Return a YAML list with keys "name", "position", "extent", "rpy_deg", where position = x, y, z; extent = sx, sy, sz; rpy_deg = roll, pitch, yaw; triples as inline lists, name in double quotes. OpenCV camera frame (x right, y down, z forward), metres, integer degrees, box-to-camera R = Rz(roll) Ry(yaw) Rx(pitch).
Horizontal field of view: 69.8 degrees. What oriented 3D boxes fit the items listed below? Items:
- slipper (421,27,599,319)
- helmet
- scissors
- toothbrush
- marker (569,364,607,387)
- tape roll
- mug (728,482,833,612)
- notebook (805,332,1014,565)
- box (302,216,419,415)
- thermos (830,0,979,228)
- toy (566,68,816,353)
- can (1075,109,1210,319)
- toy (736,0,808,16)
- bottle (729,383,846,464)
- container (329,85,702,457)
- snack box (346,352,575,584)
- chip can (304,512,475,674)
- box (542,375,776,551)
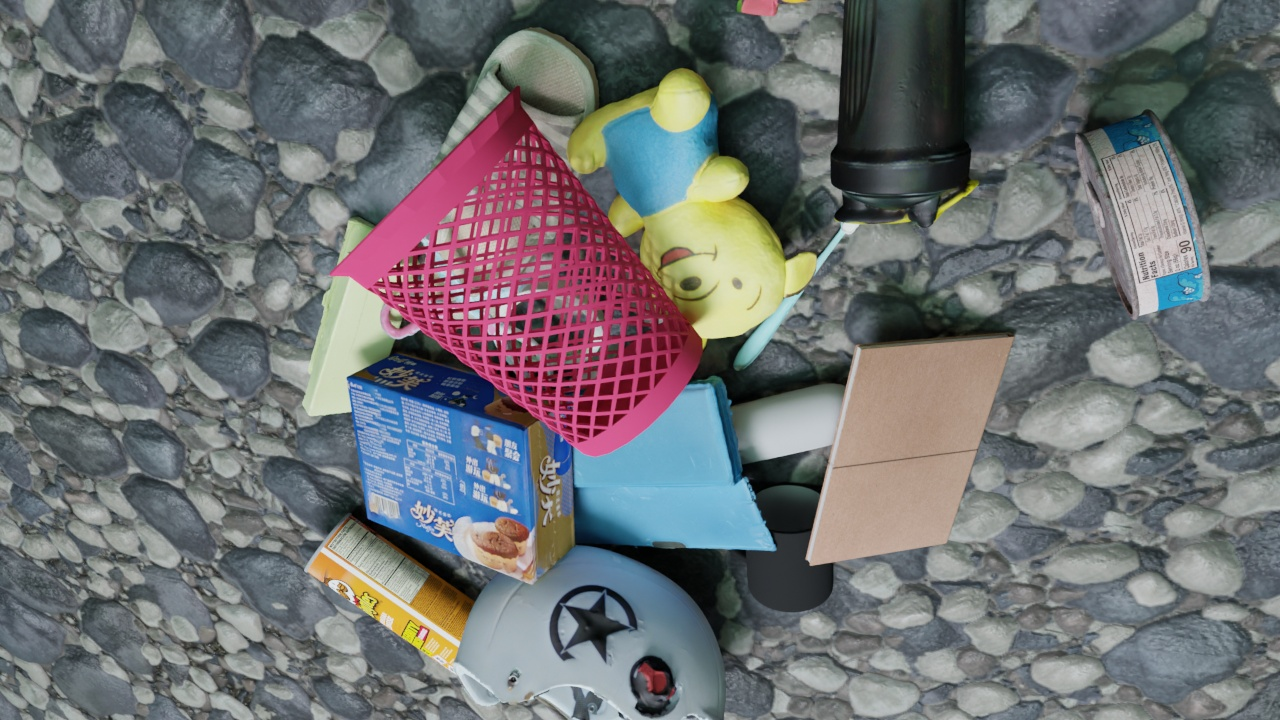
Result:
- name: "slipper"
  position: [-0.117, -0.138, 0.762]
  extent: [0.114, 0.053, 0.273]
  rpy_deg: [24, 123, -4]
- name: "helmet"
  position: [-0.035, 0.267, 0.875]
  extent: [0.264, 0.163, 0.237]
  rpy_deg: [16, 156, -6]
- name: "scissors"
  position: [-0.149, -0.033, 0.800]
  extent: [0.171, 0.013, 0.172]
  rpy_deg: [-20, 117, 31]
- name: "toothbrush"
  position: [0.127, -0.055, 0.752]
  extent: [0.016, 0.016, 0.181]
  rpy_deg: [33, 122, -3]
- name: "marker"
  position: [-0.005, 0.005, 0.821]
  extent: [0.134, 0.017, 0.020]
  rpy_deg: [-20, 128, 24]
- name: "tape roll"
  position: [-0.079, -0.032, 0.806]
  extent: [0.094, 0.018, 0.094]
  rpy_deg: [3, 135, 3]
- name: "mug"
  position: [0.121, 0.165, 0.840]
  extent: [0.114, 0.078, 0.088]
  rpy_deg: [17, 124, 39]
- name: "notebook"
  position: [0.219, 0.076, 0.754]
  extent: [0.141, 0.008, 0.209]
  rpy_deg: [-5, 120, -19]
- name: "box"
  position: [-0.263, -0.032, 0.860]
  extent: [0.077, 0.090, 0.188]
  rpy_deg: [12, 124, -26]
- name: "thermos"
  position: [0.178, -0.202, 0.619]
  extent: [0.098, 0.098, 0.221]
  rpy_deg: [2, 112, 15]
- name: "toy"
  position: [0.041, -0.111, 0.707]
  extent: [0.149, 0.083, 0.214]
  rpy_deg: [-11, 118, 44]
- name: "can"
  position: [0.329, -0.095, 0.604]
  extent: [0.044, 0.129, 0.130]
  rpy_deg: [-17, 111, 23]
- name: "toy"
  position: [0.086, -0.275, 0.616]
  extent: [0.103, 0.046, 0.084]
  rpy_deg: [27, 121, 30]
- name: "bottle"
  position: [0.135, 0.051, 0.783]
  extent: [0.196, 0.052, 0.052]
  rpy_deg: [-16, 111, 23]
- name: "container"
  position: [-0.075, -0.049, 0.671]
  extent: [0.184, 0.182, 0.226]
  rpy_deg: [-35, 109, 28]
- name: "snack box"
  position: [-0.161, 0.092, 0.829]
  extent: [0.203, 0.069, 0.155]
  rpy_deg: [13, 116, 29]
- name: "chip can"
  position: [-0.250, 0.257, 0.991]
  extent: [0.215, 0.075, 0.075]
  rpy_deg: [36, 121, -4]
- name: "box"
  position: [-0.009, 0.102, 0.806]
  extent: [0.232, 0.047, 0.177]
  rpy_deg: [-7, 112, 35]
